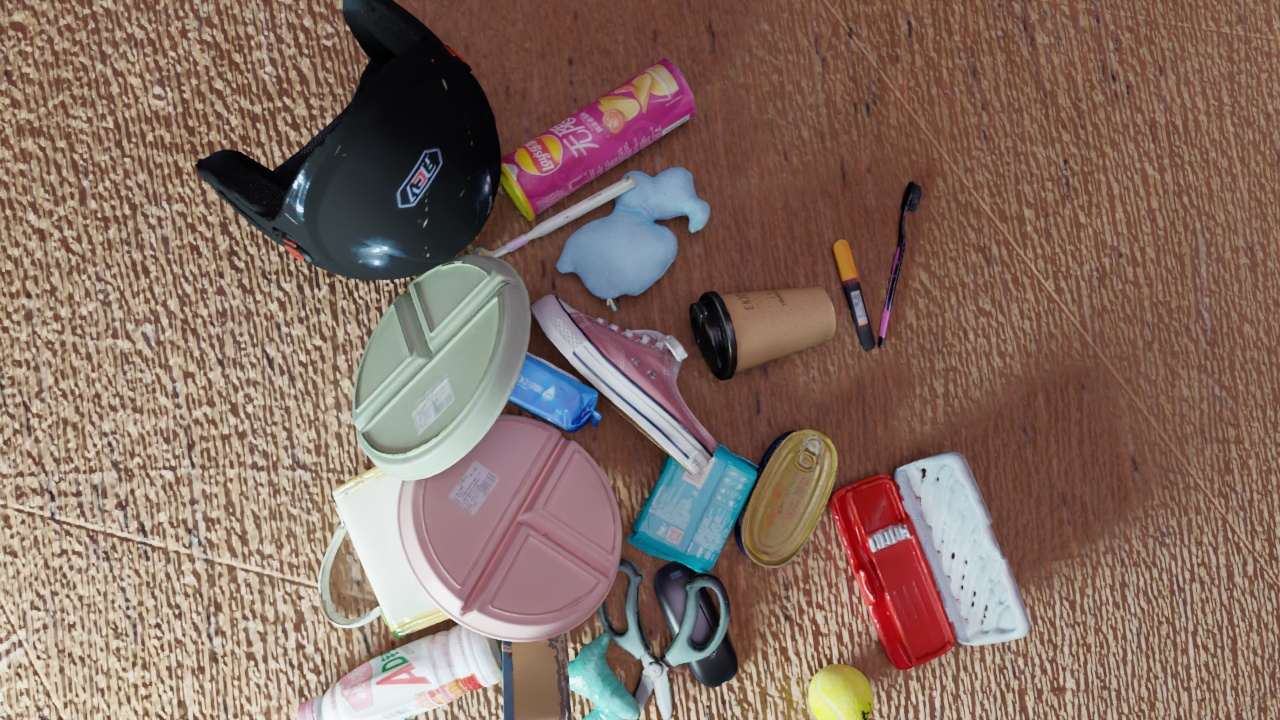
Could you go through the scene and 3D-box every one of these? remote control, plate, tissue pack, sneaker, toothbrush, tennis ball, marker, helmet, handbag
[{"bbox_3d":[0.058,0.273,0.945,0.053,0.024,0.136,-26,88,-7],"label":"remote control"},{"bbox_3d":[-0.116,0.149,0.873,0.229,0.028,0.229,16,53,-23],"label":"plate"},{"bbox_3d":[0.054,0.147,0.942,0.093,0.050,0.133,27,84,-4],"label":"tissue pack"},{"bbox_3d":[-0.108,0.023,0.915,0.157,0.095,0.052,27,82,-1],"label":"tissue pack"},{"bbox_3d":[-0.005,0.005,0.910,0.241,0.118,0.088,42,84,17],"label":"sneaker"},{"bbox_3d":[0.282,-0.104,1.003,0.017,0.014,0.189,14,85,-17],"label":"toothbrush"},{"bbox_3d":[0.204,0.343,0.933,0.065,0.065,0.065,0,85,-6],"label":"tennis ball"},{"bbox_3d":[0.232,-0.071,0.995,0.018,0.015,0.124,-16,90,-5],"label":"marker"},{"bbox_3d":[-0.237,-0.184,0.836,0.230,0.275,0.233,38,88,-28],"label":"helmet"},{"bbox_3d":[-0.089,-0.145,0.951,0.189,0.020,0.029,-26,48,3],"label":"toothbrush"},{"bbox_3d":[-0.246,0.188,0.913,0.179,0.063,0.163,-25,88,8],"label":"handbag"},{"bbox_3d":[-0.195,-0.001,0.862,0.027,0.230,0.230,31,81,-44],"label":"plate"}]

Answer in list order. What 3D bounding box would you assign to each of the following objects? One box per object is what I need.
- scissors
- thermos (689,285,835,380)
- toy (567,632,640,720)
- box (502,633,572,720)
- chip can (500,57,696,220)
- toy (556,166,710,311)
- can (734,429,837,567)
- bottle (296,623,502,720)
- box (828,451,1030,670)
[{"bbox_3d":[0.033,0.279,0.926,0.172,0.019,0.176,-15,89,14],"label":"scissors"},{"bbox_3d":[0.124,-0.035,0.947,0.143,0.093,0.093,-13,87,-13],"label":"thermos"},{"bbox_3d":[-0.043,0.338,0.929,0.096,0.030,0.092,-40,88,-1],"label":"toy"},{"bbox_3d":[-0.095,0.304,0.846,0.063,0.184,0.090,-5,116,-5],"label":"box"},{"bbox_3d":[-0.046,-0.230,0.952,0.210,0.071,0.071,-34,89,-8],"label":"chip can"},{"bbox_3d":[-0.008,-0.128,0.956,0.161,0.050,0.156,-2,71,6],"label":"toy"},{"bbox_3d":[0.150,0.141,0.952,0.074,0.049,0.148,26,84,-3],"label":"can"},{"bbox_3d":[-0.234,0.316,0.896,0.197,0.068,0.068,-22,88,-2],"label":"bottle"},{"bbox_3d":[0.297,0.208,0.956,0.160,0.063,0.201,-21,87,13],"label":"box"}]
